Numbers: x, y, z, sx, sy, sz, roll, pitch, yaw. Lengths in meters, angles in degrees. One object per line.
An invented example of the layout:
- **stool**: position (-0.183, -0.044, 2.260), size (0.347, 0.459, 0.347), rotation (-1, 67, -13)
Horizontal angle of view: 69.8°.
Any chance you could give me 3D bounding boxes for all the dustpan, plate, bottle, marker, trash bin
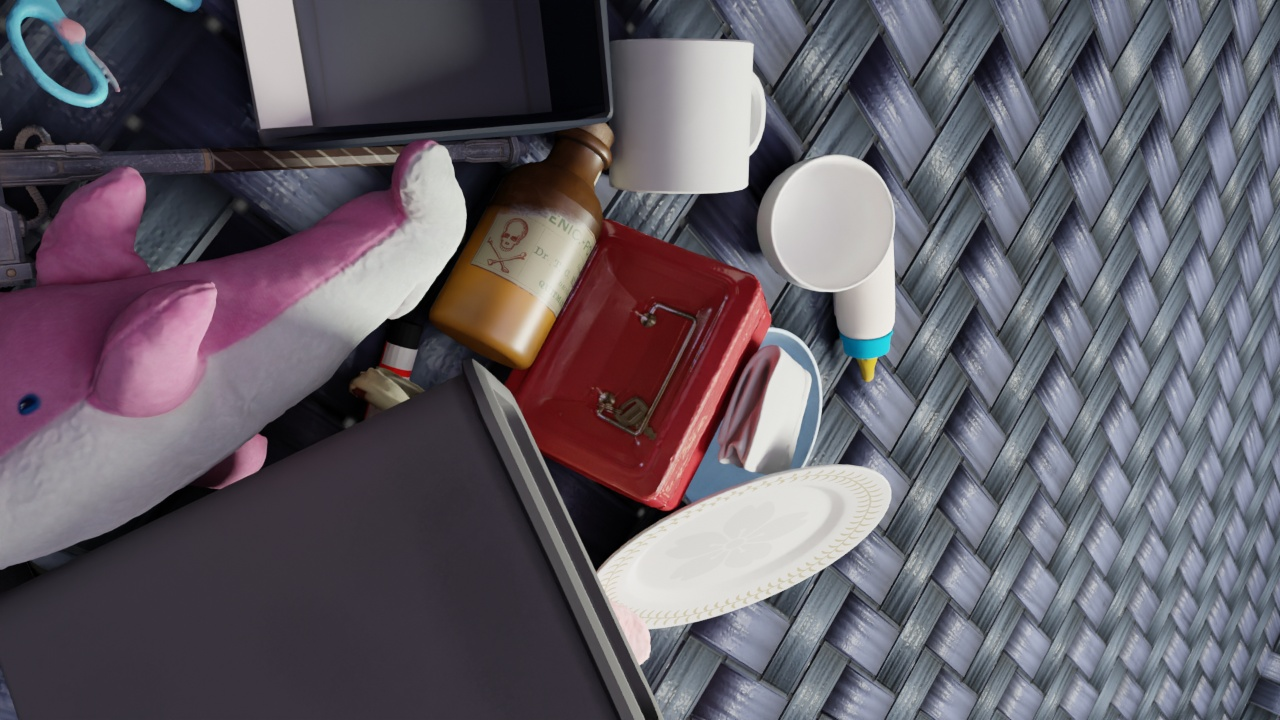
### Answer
- **dustpan**: position (-0.069, -0.240, 0.478), size (0.272, 0.080, 0.236), rotation (-16, 107, -40)
- **plate**: position (0.072, 0.140, 0.689), size (0.242, 0.016, 0.243), rotation (-15, 147, -10)
- **bottle**: position (0.193, -0.048, 0.790), size (0.051, 0.051, 0.146), rotation (-24, 117, -32)
- **bottle**: position (-0.062, -0.077, 0.553), size (0.068, 0.068, 0.156), rotation (36, 76, -40)
- **marker**: position (-0.160, 0.047, 0.552), size (0.019, 0.019, 0.145), rotation (14, 94, -41)
- **trash bin**: position (-0.125, 0.135, 0.398), size (0.220, 0.097, 0.191), rotation (-26, 80, -3)

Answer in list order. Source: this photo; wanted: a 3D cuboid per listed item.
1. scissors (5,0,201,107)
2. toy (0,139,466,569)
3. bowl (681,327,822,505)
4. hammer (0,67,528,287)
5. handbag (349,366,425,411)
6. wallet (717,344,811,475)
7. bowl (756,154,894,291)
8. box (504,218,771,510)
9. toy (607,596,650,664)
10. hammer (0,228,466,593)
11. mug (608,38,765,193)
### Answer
- **scissors**: position (-0.247, -0.177, 0.397), size (0.125, 0.015, 0.136), rotation (-37, 107, -53)
- **toy**: position (-0.199, -0.021, 0.402), size (0.264, 0.187, 0.128), rotation (-38, 84, -27)
- **bowl**: position (0.059, 0.040, 0.693), size (0.150, 0.075, 0.151), rotation (-12, 111, -35)
- **hammer**: position (-0.194, -0.103, 0.468), size (0.321, 0.044, 0.098), rotation (-13, 111, -39)
- **handbag**: position (-0.132, 0.142, 0.496), size (0.184, 0.132, 0.229), rotation (31, 88, -2)
- **wallet**: position (0.084, 0.035, 0.621), size (0.116, 0.032, 0.086), rotation (32, 78, -65)
- **bowl**: position (0.138, -0.106, 0.714), size (0.104, 0.054, 0.105), rotation (-3, 99, -17)
- **box**: position (-0.003, 0.003, 0.581), size (0.158, 0.129, 0.087), rotation (-63, 158, -7)
- **toy**: position (-0.051, 0.197, 0.644), size (0.108, 0.105, 0.053), rotation (29, 49, -45)
- **hammer**: position (-0.213, 0.009, 0.484), size (0.304, 0.040, 0.132), rotation (-42, 129, -25)
- **mug**: position (0.037, -0.161, 0.601), size (0.121, 0.091, 0.090), rotation (-12, 111, -35)
